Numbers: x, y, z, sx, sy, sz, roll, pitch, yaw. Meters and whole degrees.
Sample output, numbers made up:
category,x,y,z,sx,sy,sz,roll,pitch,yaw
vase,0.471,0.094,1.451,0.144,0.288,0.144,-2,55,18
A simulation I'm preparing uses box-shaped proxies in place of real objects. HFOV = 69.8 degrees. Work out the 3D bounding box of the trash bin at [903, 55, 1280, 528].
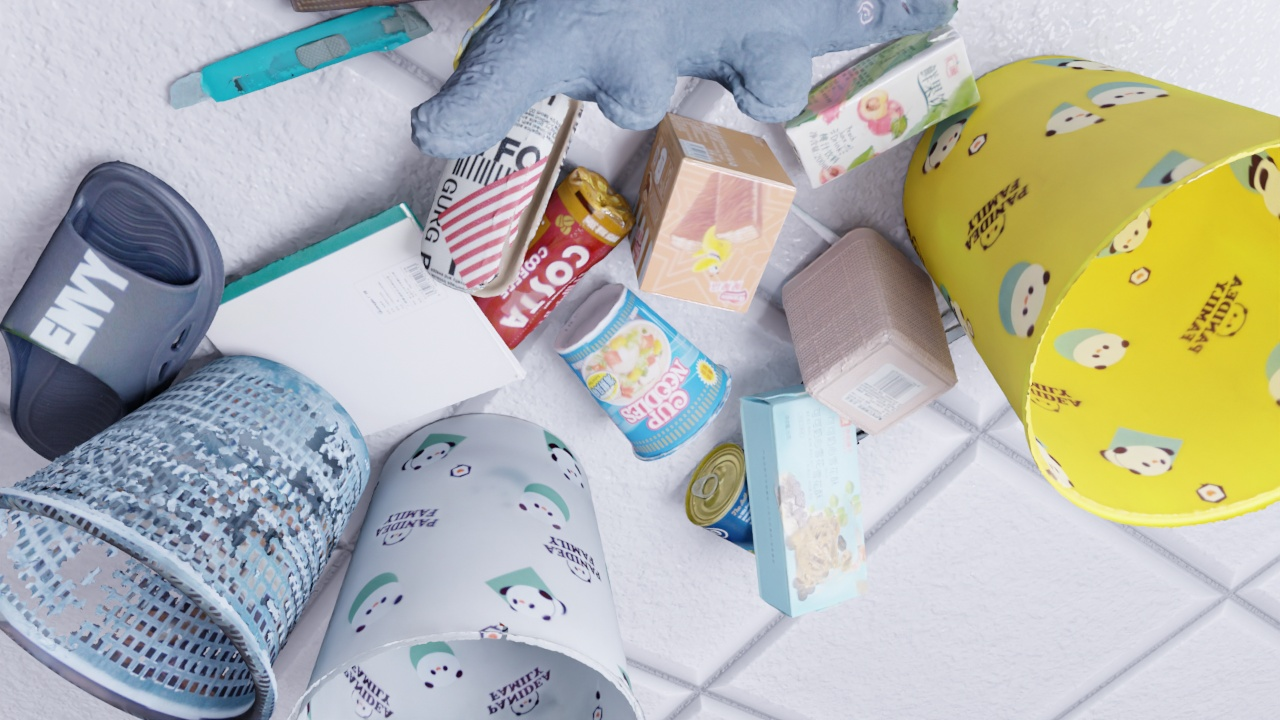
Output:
category,x,y,z,sx,sy,sz,roll,pitch,yaw
trash bin,0.295,-0.067,0.568,0.229,0.254,0.230,-3,122,-4

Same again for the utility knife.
category,x,y,z,sx,sy,sz,roll,pitch,yaw
utility knife,-0.216,-0.190,0.576,0.174,0.013,0.029,-17,122,5

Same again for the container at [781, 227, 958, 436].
category,x,y,z,sx,sy,sz,roll,pitch,yaw
container,0.164,-0.017,0.663,0.090,0.110,0.090,32,127,-27

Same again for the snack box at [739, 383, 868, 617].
category,x,y,z,sx,sy,sz,roll,pitch,yaw
snack box,0.129,0.106,0.720,0.074,0.052,0.175,-10,100,-23

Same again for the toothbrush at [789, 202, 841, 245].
category,x,y,z,sx,sy,sz,roll,pitch,yaw
toothbrush,0.152,-0.083,0.686,0.180,0.016,0.016,32,121,-24

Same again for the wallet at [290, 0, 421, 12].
category,x,y,z,sx,sy,sz,roll,pitch,yaw
wallet,-0.167,-0.266,0.523,0.101,0.032,0.125,-7,123,1

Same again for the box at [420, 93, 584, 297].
category,x,y,z,sx,sy,sz,roll,pitch,yaw
box,-0.084,-0.119,0.589,0.076,0.086,0.163,20,92,20

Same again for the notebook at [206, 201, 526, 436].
category,x,y,z,sx,sy,sz,roll,pitch,yaw
notebook,-0.206,-0.013,0.654,0.210,0.012,0.150,-18,119,24

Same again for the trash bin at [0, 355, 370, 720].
category,x,y,z,sx,sy,sz,roll,pitch,yaw
trash bin,-0.300,0.109,0.632,0.227,0.194,0.227,10,129,13

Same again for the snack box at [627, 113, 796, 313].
category,x,y,z,sx,sy,sz,roll,pitch,yaw
snack box,0.043,-0.100,0.617,0.077,0.092,0.095,11,120,-14

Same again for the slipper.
category,x,y,z,sx,sy,sz,roll,pitch,yaw
slipper,-0.374,-0.007,0.629,0.110,0.083,0.269,30,118,-14

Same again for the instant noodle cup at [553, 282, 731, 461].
category,x,y,z,sx,sy,sz,roll,pitch,yaw
instant noodle cup,-0.004,0.004,0.685,0.099,0.099,0.110,-38,112,17

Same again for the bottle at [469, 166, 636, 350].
category,x,y,z,sx,sy,sz,roll,pitch,yaw
bottle,-0.081,-0.057,0.651,0.057,0.057,0.175,36,113,-26

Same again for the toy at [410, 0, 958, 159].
category,x,y,z,sx,sy,sz,roll,pitch,yaw
toy,0.025,-0.196,0.524,0.355,0.137,0.092,-18,153,-23

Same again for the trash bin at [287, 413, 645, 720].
category,x,y,z,sx,sy,sz,roll,pitch,yaw
trash bin,-0.122,0.184,0.688,0.229,0.251,0.230,-3,124,-5

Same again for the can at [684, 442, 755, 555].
category,x,y,z,sx,sy,sz,roll,pitch,yaw
can,0.104,0.127,0.782,0.111,0.075,0.075,31,115,-24

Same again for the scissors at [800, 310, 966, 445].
category,x,y,z,sx,sy,sz,roll,pitch,yaw
scissors,0.207,0.003,0.751,0.162,0.014,0.165,4,122,-11

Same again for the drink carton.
category,x,y,z,sx,sy,sz,roll,pitch,yaw
drink carton,0.156,-0.171,0.612,0.123,0.045,0.053,-28,127,12
